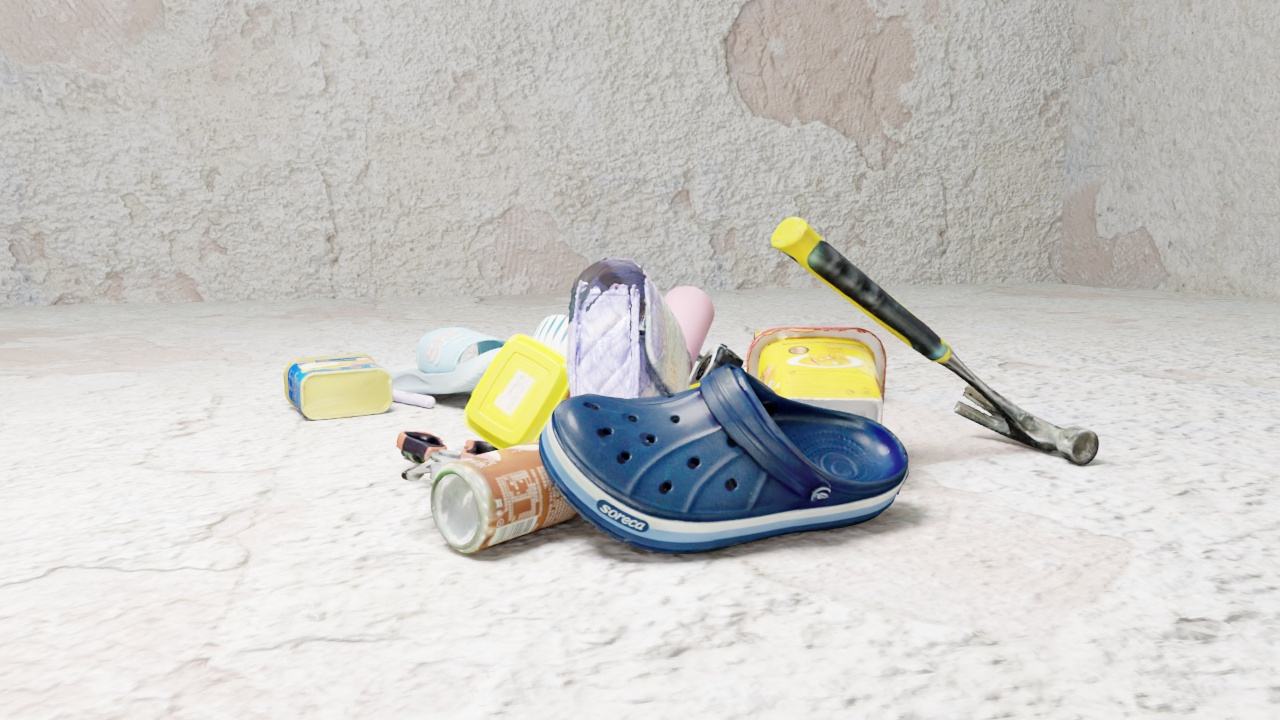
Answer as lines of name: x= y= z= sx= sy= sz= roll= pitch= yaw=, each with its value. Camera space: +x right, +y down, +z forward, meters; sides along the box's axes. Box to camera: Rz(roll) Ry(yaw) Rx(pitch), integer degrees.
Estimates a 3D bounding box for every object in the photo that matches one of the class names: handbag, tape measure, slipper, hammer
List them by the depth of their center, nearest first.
slipper: x=0.065 y=0.056 z=0.583 sx=0.252 sy=0.095 sz=0.105 roll=4 pitch=33 yaw=-19
handbag: x=-0.004 y=0.004 z=0.759 sx=0.075 sy=0.134 sz=0.194 roll=-1 pitch=-9 yaw=10
hammer: x=0.233 y=-0.015 z=0.761 sx=0.323 sy=0.032 sz=0.126 roll=34 pitch=-4 yaw=-20
tape measure: x=0.084 y=0.015 z=1.032 sx=0.033 sy=0.066 sz=0.066 roll=32 pitch=7 yaw=-9
slipper: x=-0.221 y=-0.001 z=1.073 sx=0.246 sy=0.074 sz=0.103 roll=-6 pitch=2 yaw=42

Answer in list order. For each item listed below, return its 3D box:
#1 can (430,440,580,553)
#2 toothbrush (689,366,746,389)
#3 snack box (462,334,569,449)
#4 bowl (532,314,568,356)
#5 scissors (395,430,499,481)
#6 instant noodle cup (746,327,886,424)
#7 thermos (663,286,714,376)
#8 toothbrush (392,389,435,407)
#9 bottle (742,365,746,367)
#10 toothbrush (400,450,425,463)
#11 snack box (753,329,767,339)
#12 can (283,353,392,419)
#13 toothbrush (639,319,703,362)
can: x=-0.065 y=0.082 z=0.608 sx=0.058 sy=0.058 sz=0.147 roll=7 pitch=11 yaw=40
toothbrush: x=0.070 y=0.028 z=0.911 sx=0.191 sy=0.018 sz=0.016 roll=-20 pitch=14 yaw=8
snack box: x=-0.087 y=0.037 z=0.763 sx=0.082 sy=0.091 sz=0.080 roll=28 pitch=-6 yaw=26
bowl: x=-0.073 y=0.013 z=0.990 sx=0.117 sy=0.116 sz=0.066 roll=6 pitch=53 yaw=38
scissors: x=-0.156 y=0.071 z=0.690 sx=0.197 sy=0.015 sz=0.205 roll=11 pitch=-1 yaw=36
instant noodle cup: x=0.144 y=0.041 z=0.736 sx=0.116 sy=0.116 sz=0.123 roll=1 pitch=20 yaw=4
thermos: x=0.041 y=-0.010 z=1.017 sx=0.067 sy=0.087 sz=0.198 roll=-31 pitch=16 yaw=24
toothbrush: x=-0.303 y=0.035 z=1.077 sx=0.189 sy=0.021 sz=0.029 roll=9 pitch=27 yaw=39
bottle: x=0.151 y=0.033 z=0.917 sx=0.065 sy=0.065 sz=0.219 roll=-3 pitch=8 yaw=-17
toothbrush: x=-0.150 y=0.087 z=0.728 sx=0.017 sy=0.012 sz=0.186 roll=10 pitch=0 yaw=-39
snack box: x=0.202 y=0.004 z=1.127 sx=0.114 sy=0.063 sz=0.240 roll=0 pitch=8 yaw=3
can: x=-0.330 y=0.029 z=1.004 sx=0.102 sy=0.057 sz=0.083 roll=-5 pitch=12 yaw=-29
toothbrush: x=0.066 y=-0.011 z=1.109 sx=0.192 sy=0.018 sz=0.016 roll=33 pitch=20 yaw=19
